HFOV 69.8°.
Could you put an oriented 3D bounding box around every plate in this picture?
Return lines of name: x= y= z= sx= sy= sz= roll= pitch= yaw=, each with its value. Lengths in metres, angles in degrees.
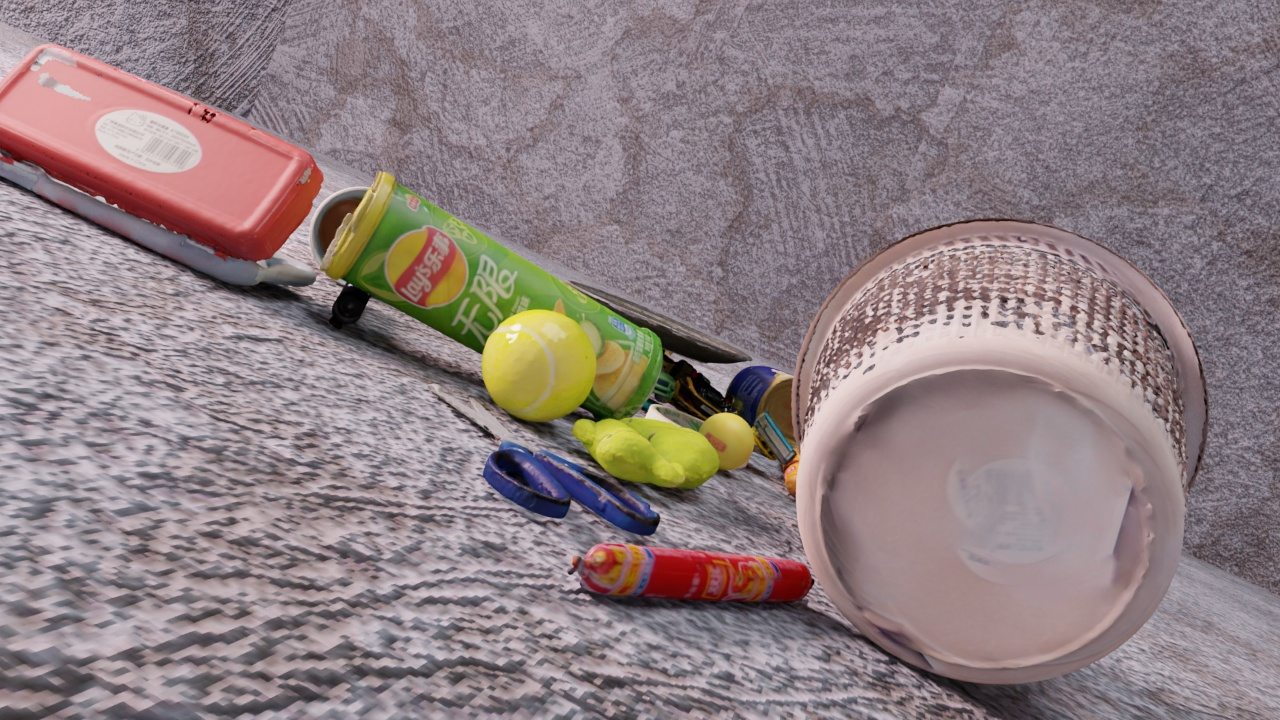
plate: x=0.012 y=-0.028 z=0.811 sx=0.179 sy=0.024 sz=0.179 roll=23 pitch=6 yaw=-3

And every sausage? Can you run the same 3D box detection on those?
sausage: x=0.125 y=0.087 z=0.731 sx=0.021 sy=0.021 sz=0.165 roll=25 pitch=5 yaw=5
sausage: x=0.028 y=0.086 z=0.364 sx=0.155 sy=0.020 sz=0.020 roll=18 pitch=9 yaw=-47

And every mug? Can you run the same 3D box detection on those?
mug: x=-0.233 y=-0.102 z=0.756 sx=0.078 sy=0.078 sz=0.123 roll=22 pitch=1 yaw=-23

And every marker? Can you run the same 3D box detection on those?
marker: x=-0.189 y=-0.040 z=0.605 sx=0.020 sy=0.022 sz=0.132 roll=34 pitch=2 yaw=-17

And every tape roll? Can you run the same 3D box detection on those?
tape roll: x=0.044 y=0.058 z=0.705 sx=0.086 sy=0.014 sz=0.085 roll=24 pitch=6 yaw=-3

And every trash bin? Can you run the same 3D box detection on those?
trash bin: x=0.170 y=0.048 z=0.456 sx=0.227 sy=0.228 sz=0.191 roll=26 pitch=19 yaw=15

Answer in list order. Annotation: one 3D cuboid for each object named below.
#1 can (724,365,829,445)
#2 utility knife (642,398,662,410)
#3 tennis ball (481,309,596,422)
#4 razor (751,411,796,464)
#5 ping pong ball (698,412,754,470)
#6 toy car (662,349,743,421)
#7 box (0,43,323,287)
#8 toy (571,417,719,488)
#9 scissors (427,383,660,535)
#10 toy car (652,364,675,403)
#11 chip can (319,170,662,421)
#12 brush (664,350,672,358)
can: x=0.145 y=0.051 z=0.885 sx=0.148 sy=0.074 sz=0.049 roll=20 pitch=4 yaw=-42
utility knife: x=-0.024 y=0.020 z=0.772 sx=0.164 sy=0.013 sz=0.029 roll=26 pitch=7 yaw=10
tennis ball: x=-0.058 y=0.003 z=0.528 sx=0.065 sy=0.065 sz=0.065 roll=24 pitch=6 yaw=-3
razor: x=0.092 y=0.063 z=0.761 sx=0.043 sy=0.028 sz=0.132 roll=51 pitch=-4 yaw=-4
ping pong ball: x=0.060 y=0.057 z=0.643 sx=0.040 sy=0.040 sz=0.040 roll=24 pitch=6 yaw=-3
toy car: x=0.041 y=0.025 z=0.828 sx=0.071 sy=0.041 sz=0.156 roll=36 pitch=2 yaw=-19
box: x=-0.295 y=-0.104 z=0.569 sx=0.201 sy=0.095 sz=0.099 roll=24 pitch=-24 yaw=6
toy: x=0.007 y=0.052 z=0.522 sx=0.100 sy=0.031 sz=0.097 roll=15 pitch=10 yaw=-35
scissors: x=-0.051 y=0.045 z=0.447 sx=0.141 sy=0.012 sz=0.171 roll=22 pitch=5 yaw=-6
toy car: x=-0.005 y=0.004 z=0.764 sx=0.043 sy=0.036 sz=0.091 roll=26 pitch=9 yaw=-41
chip can: x=-0.086 y=-0.033 z=0.589 sx=0.221 sy=0.072 sz=0.072 roll=30 pitch=3 yaw=-23
brush: x=-0.011 y=-0.003 z=0.943 sx=0.083 sy=0.046 sz=0.254 roll=28 pitch=10 yaw=0
